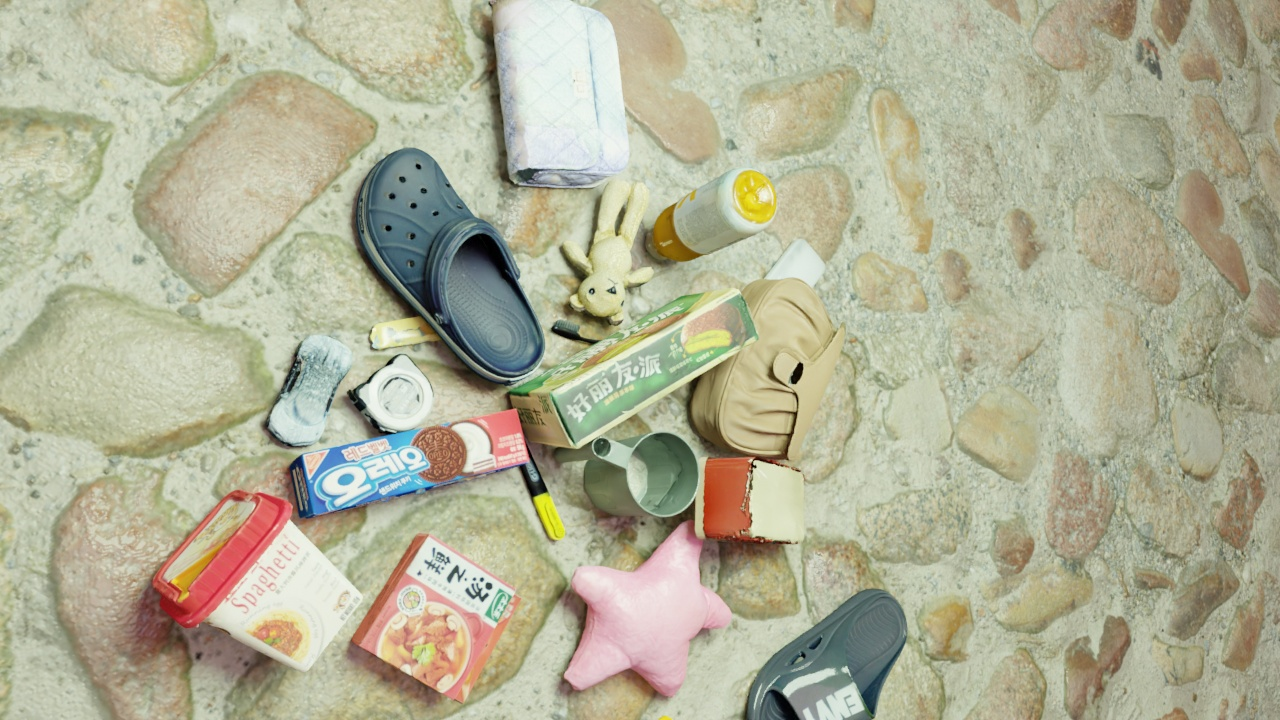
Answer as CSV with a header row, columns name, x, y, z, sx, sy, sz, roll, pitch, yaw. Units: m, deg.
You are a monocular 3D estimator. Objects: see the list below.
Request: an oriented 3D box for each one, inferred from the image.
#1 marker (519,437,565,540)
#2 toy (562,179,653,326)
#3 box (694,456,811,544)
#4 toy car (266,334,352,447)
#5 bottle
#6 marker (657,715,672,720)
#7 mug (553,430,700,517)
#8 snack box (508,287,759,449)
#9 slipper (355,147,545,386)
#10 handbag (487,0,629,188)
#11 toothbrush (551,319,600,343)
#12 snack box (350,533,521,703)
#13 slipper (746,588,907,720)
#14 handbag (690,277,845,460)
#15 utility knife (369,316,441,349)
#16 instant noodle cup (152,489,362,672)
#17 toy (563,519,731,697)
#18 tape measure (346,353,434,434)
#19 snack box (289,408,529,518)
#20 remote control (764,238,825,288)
name,x,y,z,sx,sy,sz,roll,pitch,yaw
marker,-0.105,0.124,0.925,0.018,0.015,0.124,-24,92,-34
toy,-0.028,-0.118,0.980,0.105,0.066,0.157,17,80,-20
box,0.127,0.152,0.969,0.168,0.079,0.091,23,66,-60
toy car,-0.296,0.027,0.824,0.049,0.031,0.105,25,71,-23
bottle,0.066,-0.145,0.966,0.068,0.190,0.068,5,80,-28
marker,-0.014,0.402,0.928,0.123,0.015,0.018,-29,92,-28
mug,-0.018,0.109,0.925,0.124,0.104,0.083,26,70,-22
snack box,-0.006,0.005,0.931,0.239,0.115,0.063,-30,103,-25
slipper,-0.177,-0.089,0.869,0.104,0.095,0.253,-35,94,-32
handbag,-0.085,-0.284,0.971,0.134,0.076,0.194,-5,83,-30
toothbrush,-0.012,-0.014,1.003,0.188,0.014,0.016,16,61,-27
snack box,-0.179,0.240,0.845,0.127,0.044,0.113,38,65,-19
slipper,0.227,0.352,1.036,0.267,0.083,0.110,-32,96,-31
handbag,0.151,0.012,1.030,0.147,0.100,0.204,29,81,-30
utility knife,-0.192,-0.032,0.905,0.151,0.018,0.031,-12,82,-26
instant noodle cup,-0.307,0.183,0.751,0.124,0.117,0.116,48,61,-27
toy,0.005,0.270,0.931,0.194,0.075,0.178,-21,102,-27
tape measure,-0.229,0.036,0.859,0.065,0.034,0.066,-41,100,-27
snack box,-0.209,0.095,0.846,0.207,0.057,0.058,-11,84,-30
remote control,0.176,-0.088,1.117,0.056,0.020,0.135,47,62,-16
